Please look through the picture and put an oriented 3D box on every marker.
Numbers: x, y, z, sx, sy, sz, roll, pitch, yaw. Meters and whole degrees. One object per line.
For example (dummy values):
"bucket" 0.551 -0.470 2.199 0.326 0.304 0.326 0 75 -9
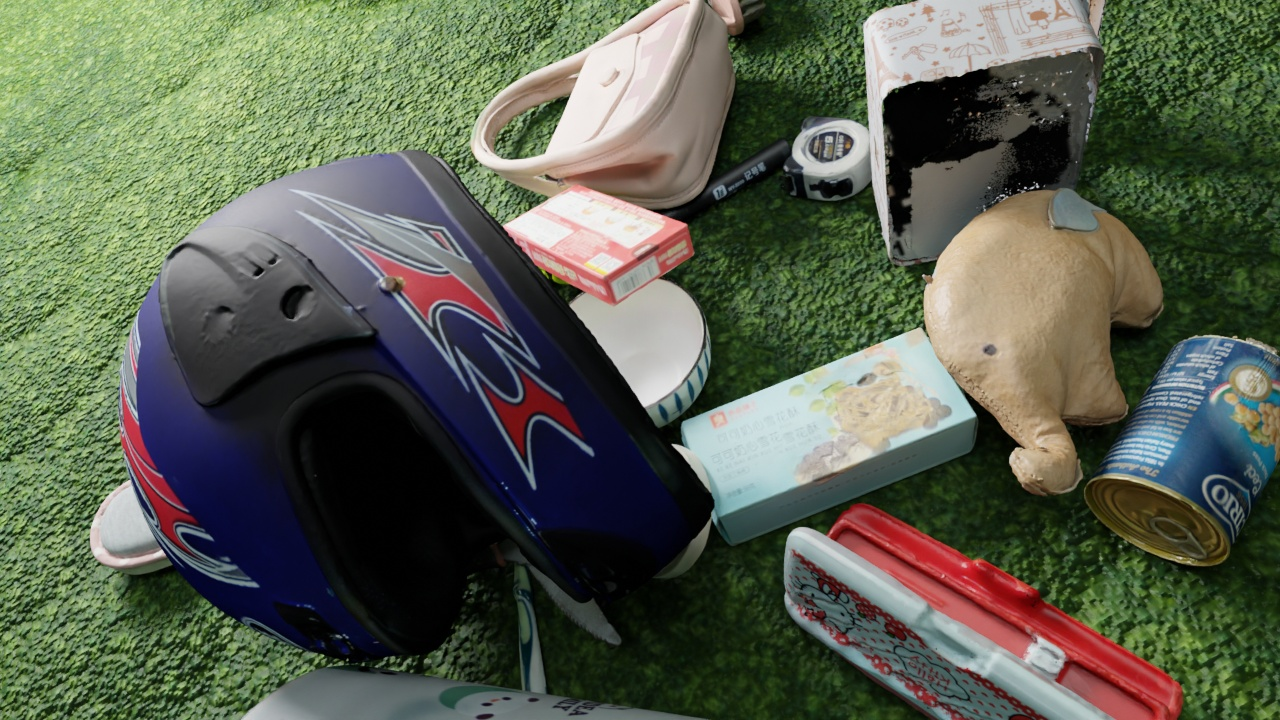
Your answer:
"marker" 0.065 -0.142 0.753 0.132 0.020 0.022 -31 51 -3

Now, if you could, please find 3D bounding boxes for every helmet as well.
"helmet" -0.143 0.043 0.507 0.240 0.247 0.315 -39 59 -7

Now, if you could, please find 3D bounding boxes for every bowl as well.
"bowl" -0.004 0.004 0.649 0.116 0.066 0.116 -9 55 13

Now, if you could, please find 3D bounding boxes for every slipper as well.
"slipper" -0.288 0.085 0.688 0.274 0.054 0.114 -17 54 2

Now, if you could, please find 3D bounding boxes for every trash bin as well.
"trash bin" -0.063 0.255 0.417 0.252 0.230 0.229 4 59 25

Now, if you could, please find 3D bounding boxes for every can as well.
"can" 0.314 0.048 0.517 0.075 0.075 0.111 30 70 30

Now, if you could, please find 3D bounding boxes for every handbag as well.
"handbag" -0.043 -0.216 0.797 0.235 0.093 0.192 -2 51 29

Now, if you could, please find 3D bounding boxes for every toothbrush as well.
"toothbrush" -0.079 0.156 0.603 0.016 0.018 0.191 -24 52 14

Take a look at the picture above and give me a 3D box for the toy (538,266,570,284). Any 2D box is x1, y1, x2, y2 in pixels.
"toy" -0.055 -0.090 0.748 0.100 0.031 0.096 21 66 32

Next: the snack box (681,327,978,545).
"snack box" 0.119 0.049 0.591 0.175 0.052 0.074 -22 55 2

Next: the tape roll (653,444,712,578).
"tape roll" 0.013 0.095 0.585 0.086 0.013 0.085 -19 66 49

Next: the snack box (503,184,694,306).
"snack box" -0.035 -0.090 0.681 0.075 0.025 0.153 -34 36 -21

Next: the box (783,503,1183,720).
"box" 0.173 0.144 0.483 0.201 0.101 0.095 30 71 30

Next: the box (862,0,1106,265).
"box" 0.231 -0.202 0.640 0.154 0.183 0.184 -10 55 10

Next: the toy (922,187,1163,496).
"toy" 0.235 -0.015 0.558 0.143 0.083 0.225 28 57 12

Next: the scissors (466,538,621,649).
"scissors" -0.088 0.112 0.613 0.189 0.015 0.225 -29 53 11

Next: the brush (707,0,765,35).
"brush" 0.066 -0.358 0.867 0.073 0.063 0.145 -19 56 -1

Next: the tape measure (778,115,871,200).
"tape measure" 0.152 -0.159 0.728 0.066 0.033 0.065 16 66 28
